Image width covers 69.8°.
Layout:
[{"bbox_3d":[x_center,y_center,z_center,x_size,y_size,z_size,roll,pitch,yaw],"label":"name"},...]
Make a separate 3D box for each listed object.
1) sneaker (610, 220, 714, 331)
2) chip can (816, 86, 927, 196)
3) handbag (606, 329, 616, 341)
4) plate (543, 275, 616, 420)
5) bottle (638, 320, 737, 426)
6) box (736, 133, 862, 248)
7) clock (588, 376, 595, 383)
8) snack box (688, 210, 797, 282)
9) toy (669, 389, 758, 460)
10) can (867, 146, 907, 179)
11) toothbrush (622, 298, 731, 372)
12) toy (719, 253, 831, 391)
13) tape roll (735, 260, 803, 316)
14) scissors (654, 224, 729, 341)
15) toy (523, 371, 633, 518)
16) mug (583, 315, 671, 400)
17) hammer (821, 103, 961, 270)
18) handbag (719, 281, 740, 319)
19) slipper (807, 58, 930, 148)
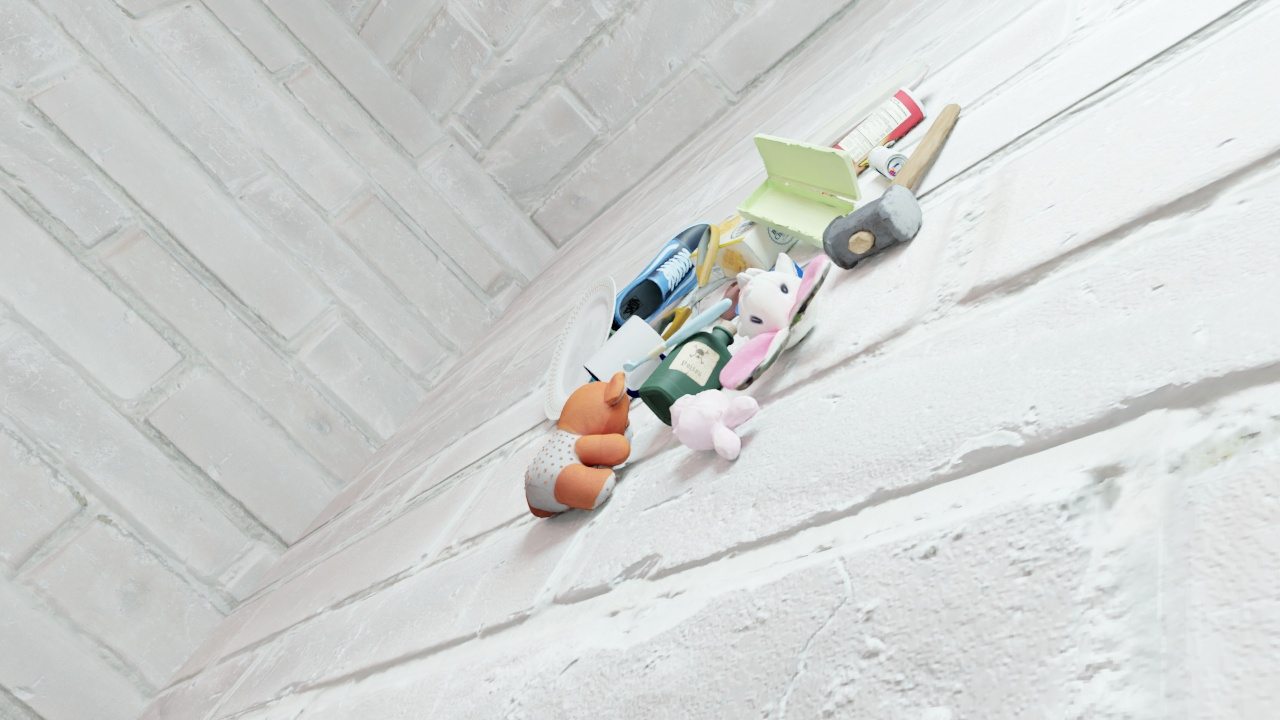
[{"bbox_3d":[0.048,-0.129,1.437,0.241,0.083,0.098,-43,13,-11],"label":"sneaker"},{"bbox_3d":[0.294,-0.285,1.271,0.215,0.052,0.051,-41,13,11],"label":"chip can"},{"bbox_3d":[-0.080,-0.037,1.578,0.106,0.067,0.121,-38,14,18],"label":"handbag"},{"bbox_3d":[-0.091,-0.019,1.435,0.243,0.016,0.242,-52,26,37],"label":"plate"},{"bbox_3d":[0.063,0.007,1.013,0.131,0.061,0.061,-49,16,-24],"label":"bottle"},{"bbox_3d":[0.204,-0.216,1.165,0.188,0.066,0.128,33,119,55],"label":"box"},{"bbox_3d":[-0.035,0.002,1.377,0.099,0.043,0.129,-23,31,57],"label":"clock"},{"bbox_3d":[0.154,-0.173,1.324,0.104,0.057,0.208,-46,13,-13],"label":"snack box"},{"bbox_3d":[0.069,0.059,0.867,0.063,0.047,0.110,-54,24,-12],"label":"toy"},{"bbox_3d":[0.309,-0.247,1.147,0.032,0.032,0.095,-40,13,13],"label":"can"},{"bbox_3d":[0.040,-0.027,1.009,0.155,0.016,0.022,-33,-20,32],"label":"toothbrush"},{"bbox_3d":[0.137,-0.056,0.948,0.159,0.084,0.194,-53,11,17],"label":"toy"},{"bbox_3d":[0.157,-0.084,1.120,0.092,0.016,0.092,-33,16,39],"label":"tape roll"},{"bbox_3d":[0.071,-0.088,1.283,0.230,0.016,0.224,-49,24,47],"label":"scissors"},{"bbox_3d":[-0.064,0.101,1.062,0.164,0.093,0.172,-27,33,59],"label":"toy"},{"bbox_3d":[-0.007,0.007,1.221,0.097,0.078,0.112,-45,41,-6],"label":"mug"},{"bbox_3d":[0.306,-0.214,1.037,0.098,0.052,0.327,-28,17,50],"label":"hammer"},{"bbox_3d":[0.125,-0.088,1.226,0.055,0.029,0.119,-46,6,13],"label":"handbag"},{"bbox_3d":[0.324,-0.346,1.373,0.275,0.054,0.113,-34,15,45],"label":"slipper"}]
